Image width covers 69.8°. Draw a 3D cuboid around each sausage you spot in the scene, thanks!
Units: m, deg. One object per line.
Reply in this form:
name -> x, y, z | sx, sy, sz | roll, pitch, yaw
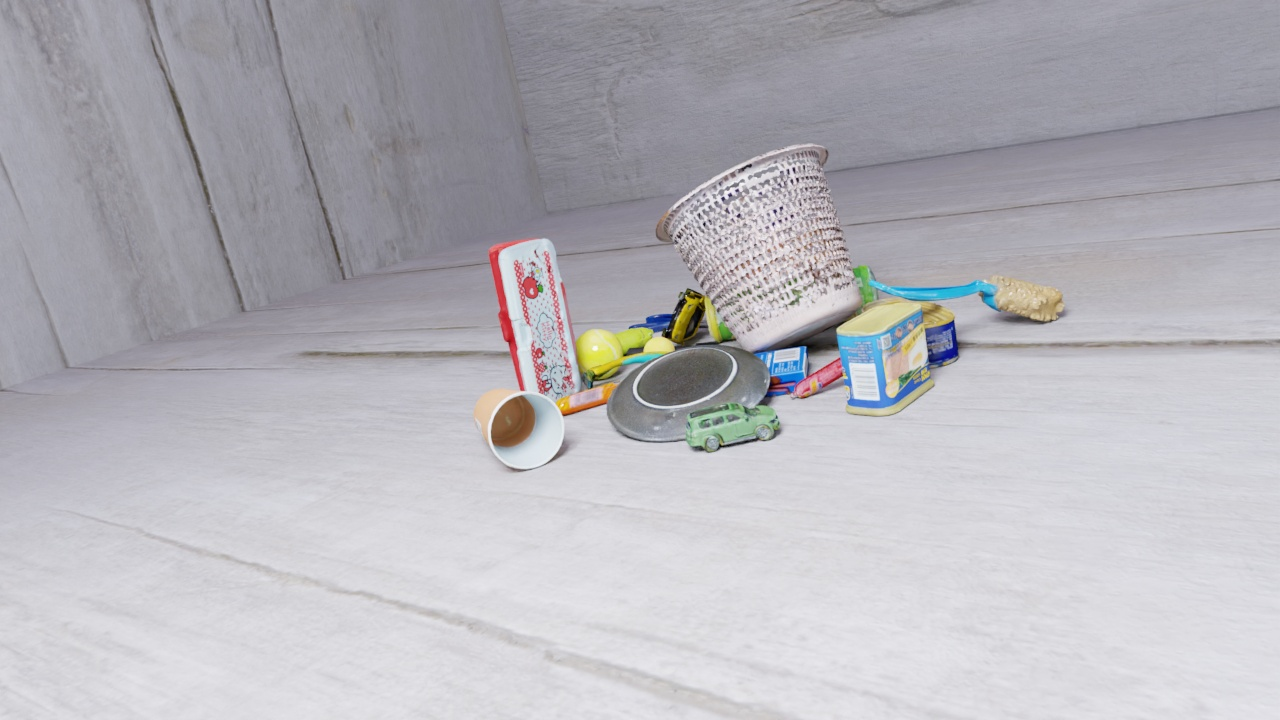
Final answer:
sausage -> 0.222, -0.002, 0.950 | 0.156, 0.020, 0.020 | -32, 14, 5
sausage -> -0.028, 0.035, 1.082 | 0.165, 0.021, 0.021 | -16, 15, -16

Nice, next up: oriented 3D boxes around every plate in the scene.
plate -> 0.048, 0.024, 0.974 | 0.179, 0.024, 0.179 | -12, 30, 7

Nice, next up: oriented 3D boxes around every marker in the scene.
marker -> 0.042, -0.011, 1.199 | 0.132, 0.022, 0.020 | -3, -20, 30

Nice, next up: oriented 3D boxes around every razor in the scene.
razor -> -0.007, 0.007, 1.136 | 0.132, 0.028, 0.043 | -13, -17, -7

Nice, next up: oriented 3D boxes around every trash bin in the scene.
trash bin -> 0.158, -0.118, 1.095 | 0.227, 0.192, 0.227 | -23, -9, -4

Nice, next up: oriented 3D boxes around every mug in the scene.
mug -> -0.135, 0.066, 0.966 | 0.078, 0.078, 0.123 | -18, 10, -20

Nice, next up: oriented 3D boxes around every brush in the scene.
brush -> 0.357, -0.072, 1.004 | 0.254, 0.046, 0.083 | 1, 19, -25

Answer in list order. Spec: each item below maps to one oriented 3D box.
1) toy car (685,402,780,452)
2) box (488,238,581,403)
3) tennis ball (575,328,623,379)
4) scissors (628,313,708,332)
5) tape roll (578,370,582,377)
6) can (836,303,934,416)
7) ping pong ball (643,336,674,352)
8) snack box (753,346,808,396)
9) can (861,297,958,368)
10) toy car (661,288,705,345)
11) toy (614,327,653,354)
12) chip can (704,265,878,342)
toy car -> 0.087, 0.061, 0.874 | 0.091, 0.036, 0.043 | -8, 13, -1
box -> -0.131, -0.040, 1.091 | 0.095, 0.201, 0.098 | -6, 16, 17
tennis ball -> -0.055, -0.008, 1.180 | 0.065, 0.065, 0.065 | -11, 15, 3
scissors -> 0.065, -0.058, 1.379 | 0.171, 0.012, 0.141 | -9, 16, 6
tape roll -> -0.106, 0.014, 1.240 | 0.086, 0.014, 0.085 | -11, 14, 3
can -> 0.238, -0.003, 0.892 | 0.057, 0.083, 0.101 | 3, 21, 45
ping pong ball -> 0.024, -0.010, 1.173 | 0.040, 0.040, 0.040 | -11, 15, 3
snack box -> 0.107, 0.019, 1.023 | 0.157, 0.026, 0.084 | -8, 17, 14
can -> 0.298, -0.033, 1.021 | 0.074, 0.049, 0.148 | -14, 15, -8
toy car -> 0.062, -0.058, 1.245 | 0.041, 0.071, 0.155 | 24, 9, 7
toy -> -0.030, -0.024, 1.286 | 0.100, 0.031, 0.096 | -8, 14, 32
chip can -> 0.200, -0.074, 1.210 | 0.221, 0.072, 0.072 | -9, 15, 13
